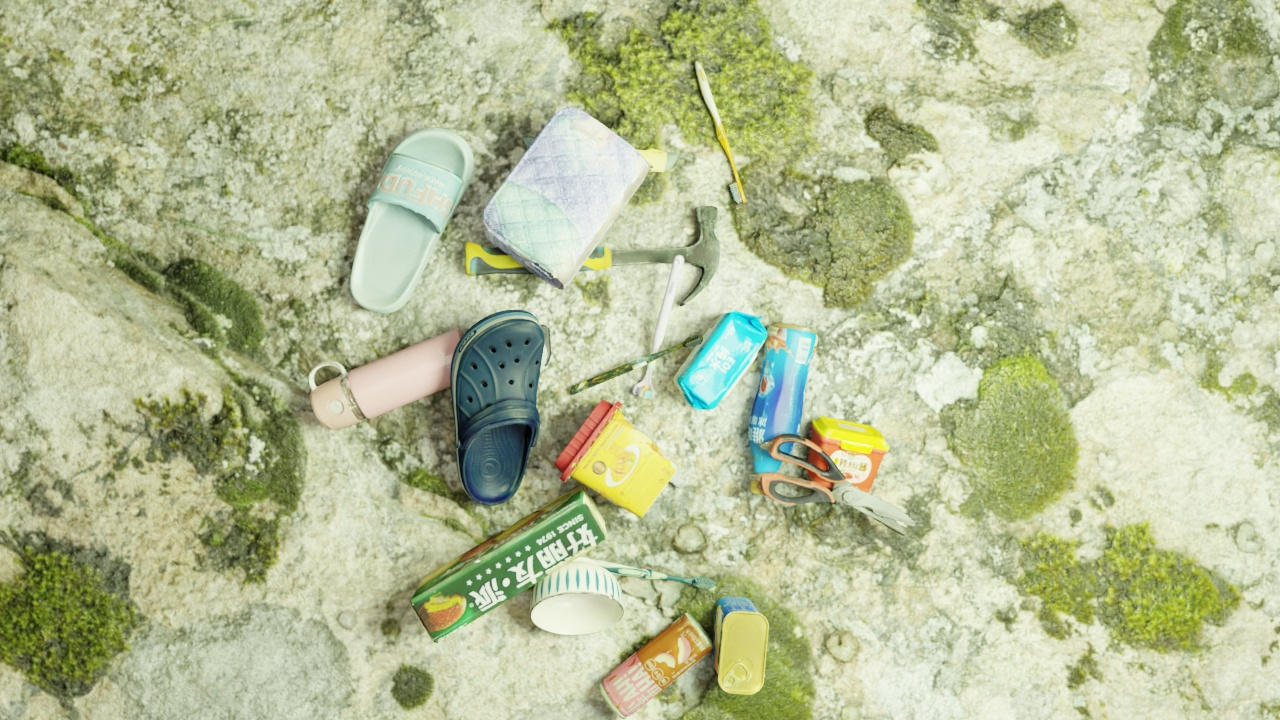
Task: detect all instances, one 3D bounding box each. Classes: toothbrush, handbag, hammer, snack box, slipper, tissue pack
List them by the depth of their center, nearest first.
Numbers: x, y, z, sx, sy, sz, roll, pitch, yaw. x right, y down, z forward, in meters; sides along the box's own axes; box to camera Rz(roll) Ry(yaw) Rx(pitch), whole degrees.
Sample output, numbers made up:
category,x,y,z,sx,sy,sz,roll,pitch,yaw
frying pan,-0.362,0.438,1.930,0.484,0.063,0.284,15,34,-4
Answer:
category,x,y,z,sx,sy,sz,roll,pitch,yaw
slipper,-0.172,0.066,1.099,0.105,0.095,0.253,1,111,-26
handbag,-0.093,-0.199,1.118,0.134,0.075,0.193,36,83,-1
snack box,-0.157,0.244,1.123,0.240,0.114,0.063,-30,93,-2
slipper,-0.291,-0.175,1.130,0.104,0.074,0.245,23,91,-3
tissue pack,0.100,-0.001,1.148,0.063,0.090,0.140,37,88,-4
toothbrush,-0.007,0.007,1.152,0.186,0.017,0.012,-22,112,14
toothbrush,0.025,-0.042,1.156,0.029,0.021,0.189,16,105,5
hammer,-0.059,-0.128,1.166,0.323,0.032,0.126,-2,90,-4
snack box,0.259,0.122,1.170,0.091,0.082,0.080,11,103,-3
toothbrush,0.003,0.275,1.182,0.191,0.018,0.016,10,90,-4
toothbrush,0.100,-0.293,1.183,0.018,0.016,0.191,-19,93,5

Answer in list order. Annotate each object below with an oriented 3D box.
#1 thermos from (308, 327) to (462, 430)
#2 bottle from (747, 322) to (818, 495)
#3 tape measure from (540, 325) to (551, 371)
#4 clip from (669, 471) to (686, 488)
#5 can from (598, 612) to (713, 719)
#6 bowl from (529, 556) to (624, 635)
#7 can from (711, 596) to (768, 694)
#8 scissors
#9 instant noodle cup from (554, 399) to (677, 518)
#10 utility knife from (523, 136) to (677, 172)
category,x,y,z,sx,sy,sz,roll,pitch,yaw
thermos,-0.309,0.016,1.134,0.198,0.067,0.087,-21,99,-3
bottle,0.175,0.063,1.168,0.065,0.065,0.218,11,91,-4
tape measure,-0.146,-0.012,1.161,0.066,0.033,0.066,-1,88,-2
clip,0.035,0.143,1.182,0.058,0.041,0.026,43,85,-8
can,0.020,0.387,1.164,0.147,0.058,0.058,-38,93,-3
bowl,-0.080,0.287,1.142,0.116,0.117,0.066,-1,49,-4
can,0.123,0.356,1.158,0.057,0.083,0.102,5,91,-4
scissors,0.238,0.170,1.142,0.197,0.015,0.205,-20,110,10
instant noodle cup,-0.026,0.124,1.125,0.123,0.116,0.116,37,88,1
utility knife,-0.051,-0.264,1.171,0.198,0.021,0.031,7,86,-10
